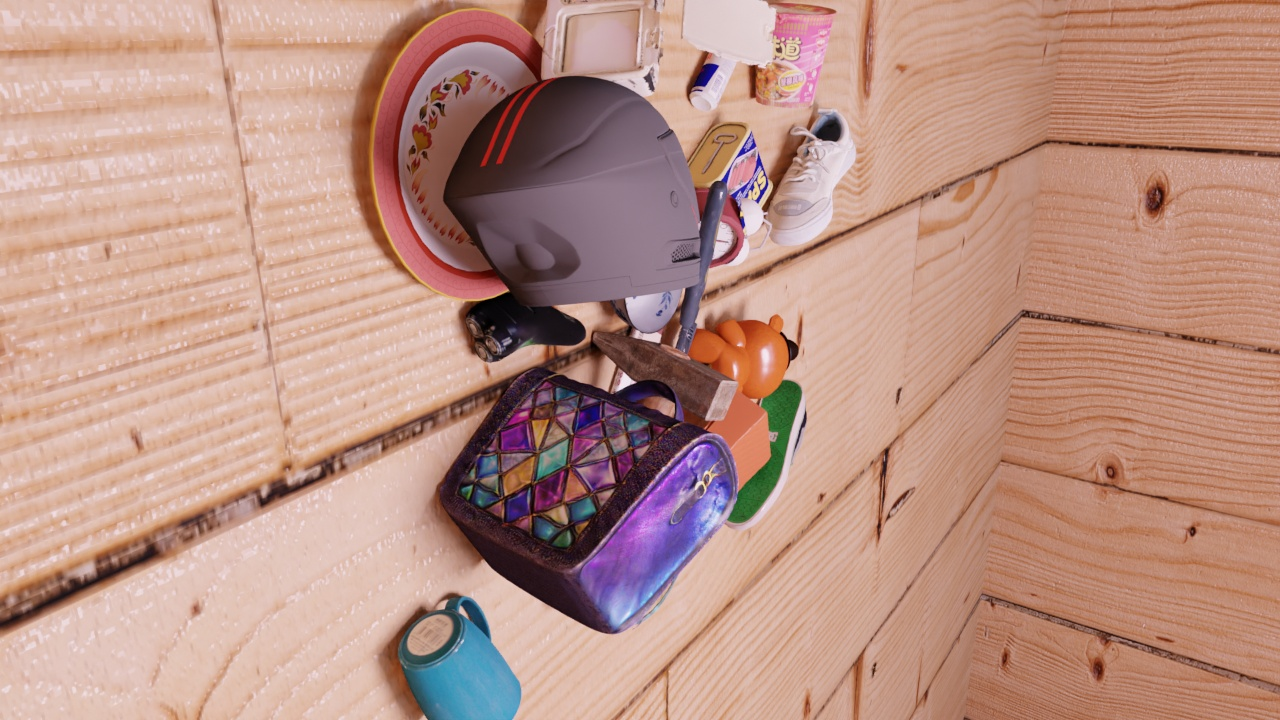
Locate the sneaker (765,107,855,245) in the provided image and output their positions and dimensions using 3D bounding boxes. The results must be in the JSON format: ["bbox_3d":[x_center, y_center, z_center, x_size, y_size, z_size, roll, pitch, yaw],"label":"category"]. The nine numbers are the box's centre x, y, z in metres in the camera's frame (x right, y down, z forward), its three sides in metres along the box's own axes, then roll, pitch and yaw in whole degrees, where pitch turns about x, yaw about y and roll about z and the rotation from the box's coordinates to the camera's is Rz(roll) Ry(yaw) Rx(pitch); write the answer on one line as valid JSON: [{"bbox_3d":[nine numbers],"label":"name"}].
[{"bbox_3d":[0.218,-0.248,1.205,0.241,0.090,0.091,-58,139,-37],"label":"sneaker"}]

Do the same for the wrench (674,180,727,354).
[{"bbox_3d":[0.059,-0.077,0.999,0.274,0.022,0.073,101,10,-45],"label":"wrench"}]

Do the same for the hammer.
[{"bbox_3d":[-0.027,0.124,0.941,0.037,0.158,0.301,5,110,-57],"label":"hammer"}]

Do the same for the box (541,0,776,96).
[{"bbox_3d":[0.007,-0.297,0.717,0.106,0.193,0.143,50,41,-70],"label":"box"}]

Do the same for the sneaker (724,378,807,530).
[{"bbox_3d":[0.179,0.142,1.282,0.234,0.084,0.079,-62,145,-28],"label":"sneaker"}]

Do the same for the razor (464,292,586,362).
[{"bbox_3d":[-0.100,-0.026,0.833,0.067,0.054,0.151,-53,159,13],"label":"razor"}]

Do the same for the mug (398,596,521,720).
[{"bbox_3d":[-0.161,0.265,0.816,0.112,0.084,0.104,-82,156,-52],"label":"mug"}]

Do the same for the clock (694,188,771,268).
[{"bbox_3d":[0.081,-0.142,1.002,0.087,0.124,0.044,110,-19,-49],"label":"clock"}]

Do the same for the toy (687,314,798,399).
[{"bbox_3d":[0.130,0.001,1.144,0.175,0.096,0.112,-6,108,-27],"label":"toy"}]

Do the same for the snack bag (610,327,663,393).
[{"bbox_3d":[-0.006,0.006,1.010,0.057,0.013,0.157,27,78,-55],"label":"snack bag"}]

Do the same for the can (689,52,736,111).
[{"bbox_3d":[0.085,-0.321,1.014,0.032,0.032,0.095,47,62,-53],"label":"can"}]

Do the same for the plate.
[{"bbox_3d":[-0.134,-0.163,0.746,0.229,0.021,0.230,-26,122,-51],"label":"plate"}]

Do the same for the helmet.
[{"bbox_3d":[-0.045,-0.133,0.717,0.264,0.164,0.170,-22,108,-61],"label":"helmet"}]

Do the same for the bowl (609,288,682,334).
[{"bbox_3d":[-0.002,-0.087,0.953,0.114,0.045,0.114,-26,123,-51],"label":"bowl"}]

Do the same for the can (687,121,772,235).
[{"bbox_3d":[0.099,-0.204,1.056,0.116,0.057,0.092,-59,142,-26],"label":"can"}]

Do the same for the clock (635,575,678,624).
[{"bbox_3d":[-0.007,0.211,1.024,0.121,0.073,0.158,-15,125,-54],"label":"clock"}]

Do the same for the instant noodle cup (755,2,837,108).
[{"bbox_3d":[0.178,-0.363,1.095,0.097,0.098,0.109,-34,136,-47],"label":"instant noodle cup"}]

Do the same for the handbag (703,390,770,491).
[{"bbox_3d":[0.104,0.117,1.146,0.108,0.060,0.172,-48,157,-12],"label":"handbag"}]

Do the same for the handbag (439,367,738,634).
[{"bbox_3d":[-0.039,0.106,0.826,0.221,0.205,0.125,-51,140,-25],"label":"handbag"}]
